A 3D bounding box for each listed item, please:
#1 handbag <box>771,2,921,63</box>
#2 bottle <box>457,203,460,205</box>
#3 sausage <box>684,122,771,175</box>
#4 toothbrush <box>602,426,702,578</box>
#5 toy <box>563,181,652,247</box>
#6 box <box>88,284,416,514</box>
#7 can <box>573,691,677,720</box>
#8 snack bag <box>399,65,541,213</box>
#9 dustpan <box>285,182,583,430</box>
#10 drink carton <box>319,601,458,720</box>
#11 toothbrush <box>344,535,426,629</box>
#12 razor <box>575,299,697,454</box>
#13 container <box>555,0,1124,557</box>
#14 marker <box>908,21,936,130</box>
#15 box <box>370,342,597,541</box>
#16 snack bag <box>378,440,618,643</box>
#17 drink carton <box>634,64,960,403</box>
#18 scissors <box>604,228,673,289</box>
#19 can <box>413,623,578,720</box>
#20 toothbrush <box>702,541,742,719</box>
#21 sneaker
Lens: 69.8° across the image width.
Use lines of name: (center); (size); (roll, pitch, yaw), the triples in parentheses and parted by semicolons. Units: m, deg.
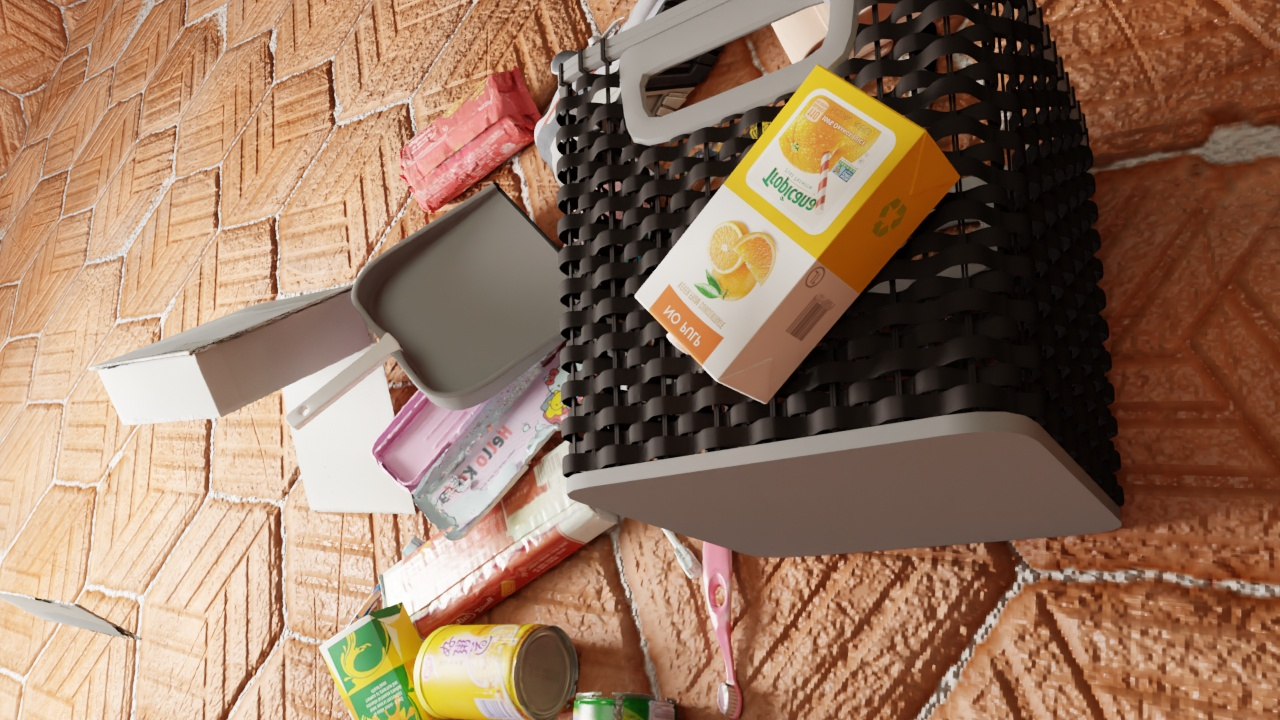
handbag: (0.118, -0.331, 0.674); (0.117, 0.187, 0.198); (-27, 59, 17)
bottle: (-0.164, -0.083, 0.840); (0.099, 0.099, 0.111); (16, 81, 42)
sausage: (0.099, -0.184, 0.732); (0.156, 0.020, 0.020); (-21, 57, 30)
toothbrush: (-0.005, 0.089, 0.682); (0.012, 0.017, 0.186); (-34, 48, -5)
toy: (-0.024, -0.122, 0.770); (0.095, 0.099, 0.053); (-39, 89, -10)
box: (-0.264, 0.067, 0.886); (0.167, 0.446, 0.164); (-5, 59, 36)
can: (-0.012, 0.270, 0.564); (0.067, 0.067, 0.120); (-14, 60, 33)
snack bag: (-0.178, -0.219, 0.932); (0.177, 0.082, 0.082); (-30, 53, 24)
dustpan: (-0.175, -0.026, 0.750); (0.257, 0.033, 0.163); (-40, 67, -8)
drink carton: (-0.188, 0.256, 0.700); (0.058, 0.041, 0.122); (-35, 76, 20)
toothbrush: (-0.231, 0.206, 0.803); (0.017, 0.021, 0.135); (40, 97, 2)
razor: (-0.004, 0.004, 0.682); (0.156, 0.057, 0.060); (34, 53, 27)
container: (0.110, -0.037, 0.503); (0.248, 0.245, 0.243); (-13, 64, 33)
marker: (0.198, -0.184, 0.659); (0.022, 0.016, 0.138); (154, 132, -66)
box: (-0.121, 0.039, 0.762); (0.154, 0.041, 0.201); (35, 80, 36)
snack bag: (-0.118, 0.152, 0.727); (0.226, 0.041, 0.077); (-38, 50, 20)
drink carton: (0.058, -0.045, 0.364); (0.123, 0.040, 0.058); (-51, 52, 12)
scissors: (0.014, -0.076, 0.747); (0.148, 0.019, 0.118); (-41, 49, 13)
can: (-0.105, 0.225, 0.661); (0.105, 0.067, 0.067); (-12, 62, 34)
toothbrush: (0.053, 0.162, 0.600); (0.022, 0.016, 0.134); (-20, 58, 30)
sneaker: (-0.022, -0.259, 0.819); (0.124, 0.088, 0.240); (36, 96, 40)
